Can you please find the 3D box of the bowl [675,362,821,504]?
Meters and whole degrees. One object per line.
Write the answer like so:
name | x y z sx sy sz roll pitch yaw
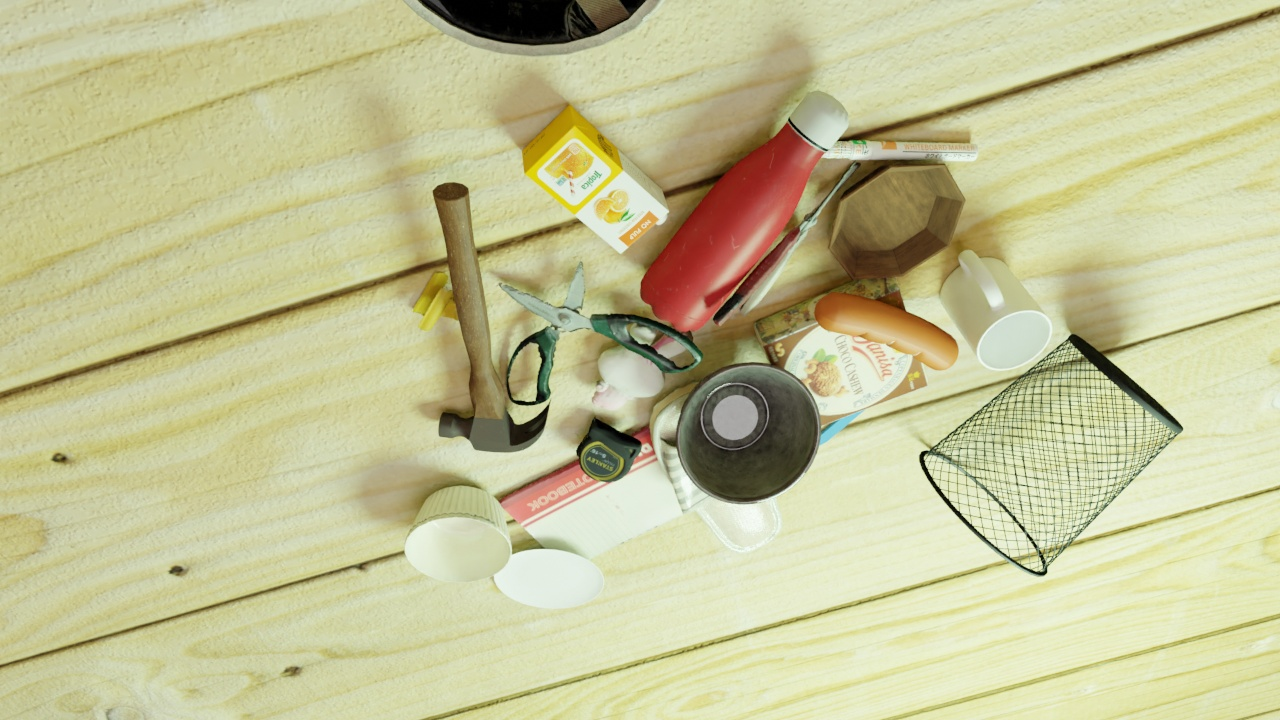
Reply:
bowl | 0.102 0.066 0.925 0.145 0.067 0.145 -2 103 -7

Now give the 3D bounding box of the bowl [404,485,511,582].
bowl | -0.199 0.187 1.016 0.115 0.062 0.115 -2 132 -2

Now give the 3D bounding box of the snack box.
snack box | 0.209 -0.007 0.948 0.147 0.041 0.143 -22 130 9

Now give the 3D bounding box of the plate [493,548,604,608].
plate | -0.112 0.265 1.126 0.134 0.011 0.135 1 135 1

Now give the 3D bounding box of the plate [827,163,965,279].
plate | 0.233 -0.133 0.852 0.131 0.025 0.131 -7 134 -8

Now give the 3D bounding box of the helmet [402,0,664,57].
helmet | -0.056 -0.298 0.511 0.234 0.252 0.233 -18 130 37

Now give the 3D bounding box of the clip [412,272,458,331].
clip | -0.181 -0.050 0.848 0.048 0.046 0.054 35 117 -5

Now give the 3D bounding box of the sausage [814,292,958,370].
sausage | 0.240 -0.030 0.880 0.164 0.039 0.045 18 121 -22

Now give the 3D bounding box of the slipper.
slipper | 0.093 0.134 1.032 0.114 0.054 0.273 -24 129 5

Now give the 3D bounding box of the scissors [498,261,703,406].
scissors | -0.057 -0.006 0.886 0.201 0.015 0.205 26 132 -9

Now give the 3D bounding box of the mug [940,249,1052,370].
mug | 0.341 -0.058 0.897 0.074 0.090 0.110 -28 129 13

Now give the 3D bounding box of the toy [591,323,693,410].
toy | -0.005 0.005 0.922 0.079 0.038 0.123 21 121 -36

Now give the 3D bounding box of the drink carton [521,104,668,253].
drink carton | -0.035 -0.150 0.781 0.059 0.040 0.122 -39 126 21

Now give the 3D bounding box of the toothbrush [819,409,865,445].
toothbrush | 0.226 0.076 1.039 0.016 0.014 0.167 30 118 -30

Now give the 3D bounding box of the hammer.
hammer | -0.148 -0.023 0.839 0.115 0.033 0.324 4 137 4

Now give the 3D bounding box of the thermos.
thermos | 0.091 -0.130 0.801 0.073 0.073 0.240 23 122 -27

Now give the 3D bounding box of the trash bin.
trash bin | 0.448 0.096 1.000 0.184 0.184 0.211 27 114 -29

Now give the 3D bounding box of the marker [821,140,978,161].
marker | 0.229 -0.186 0.816 0.145 0.017 0.017 -1 130 -10

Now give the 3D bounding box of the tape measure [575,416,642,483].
tape measure | -0.037 0.099 0.987 0.061 0.034 0.061 30 106 -6

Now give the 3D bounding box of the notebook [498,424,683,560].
notebook | -0.036 0.161 1.063 0.209 0.012 0.153 -28 129 12

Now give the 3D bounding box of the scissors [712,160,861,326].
scissors | 0.129 -0.096 0.841 0.198 0.015 0.180 -45 170 -19
